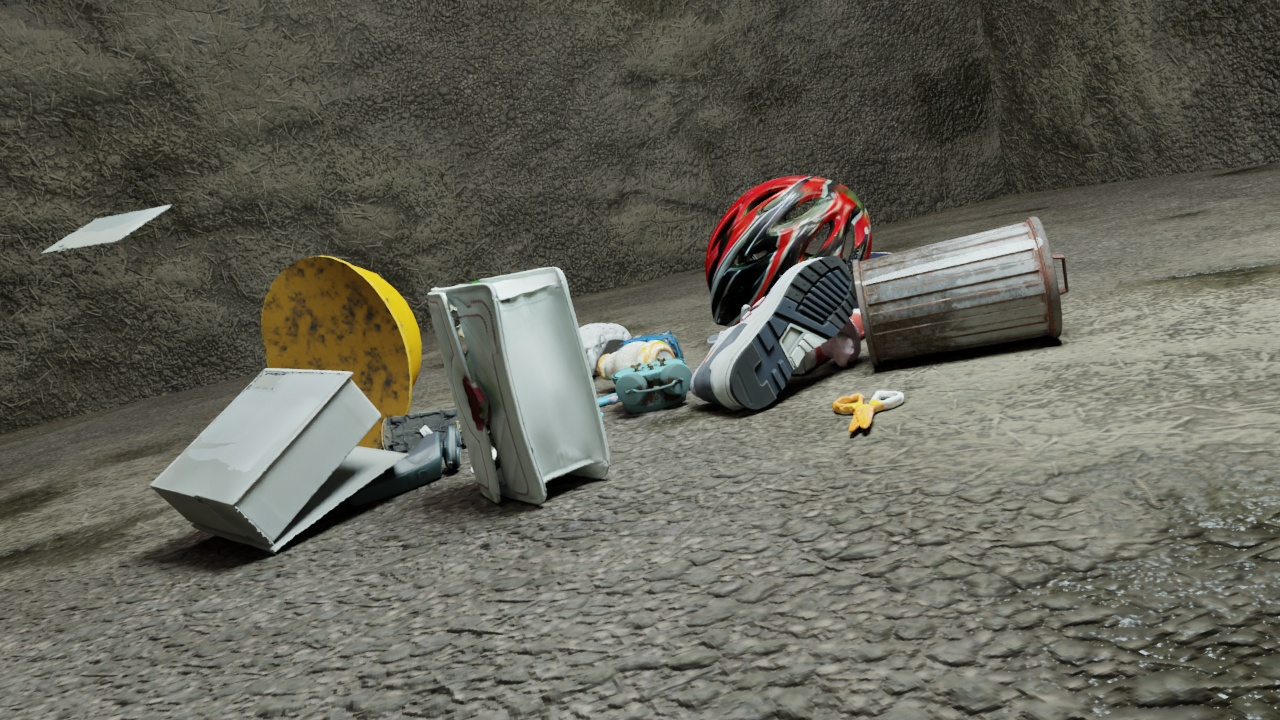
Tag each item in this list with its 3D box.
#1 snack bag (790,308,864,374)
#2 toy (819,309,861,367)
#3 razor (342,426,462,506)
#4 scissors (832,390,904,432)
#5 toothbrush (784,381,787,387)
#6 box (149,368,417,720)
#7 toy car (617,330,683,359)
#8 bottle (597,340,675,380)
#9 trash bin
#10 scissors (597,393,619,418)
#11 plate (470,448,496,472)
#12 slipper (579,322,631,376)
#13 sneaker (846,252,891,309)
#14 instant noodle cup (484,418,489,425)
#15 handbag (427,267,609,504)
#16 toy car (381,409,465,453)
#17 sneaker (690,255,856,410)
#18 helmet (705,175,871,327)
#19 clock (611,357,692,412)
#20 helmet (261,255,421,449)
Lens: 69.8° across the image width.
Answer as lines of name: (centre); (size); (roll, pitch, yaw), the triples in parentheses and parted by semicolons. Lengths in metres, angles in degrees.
snack bag: (0.220, -0.025, 1.169); (0.078, 0.041, 0.224); (-3, 11, 36)
toy: (0.237, -0.032, 1.087); (0.047, 0.063, 0.109); (-7, 22, 26)
razor: (-0.241, 0.112, 0.940); (0.142, 0.047, 0.052); (-23, 38, -40)
scissors: (0.208, 0.046, 0.828); (0.070, 0.013, 0.130); (-10, 8, 15)
toothbrush: (0.104, 0.025, 1.080); (0.014, 0.014, 0.168); (-5, 5, -43)
box: (-0.309, 0.218, 0.940); (0.169, 0.404, 0.171); (2, 32, 40)
toy car: (0.012, -0.008, 1.312); (0.043, 0.056, 0.120); (-27, 13, -37)
bottle: (-0.007, 0.007, 1.194); (0.109, 0.063, 0.063); (-3, 13, 44)
trash bin: (0.349, -0.072, 0.997); (0.211, 0.131, 0.130); (-11, 9, 17)
scissors: (-0.060, 0.060, 1.118); (0.135, 0.015, 0.135); (-22, 9, -20)
plate: (-0.114, 0.093, 0.968); (0.134, 0.011, 0.134); (-12, 9, 2)
slipper: (-0.099, 0.000, 1.339); (0.246, 0.074, 0.112); (-19, -20, -47)
sneaker: (0.313, -0.113, 1.461); (0.233, 0.091, 0.118); (-18, 4, 21)
instant noodle cup: (-0.169, 0.033, 1.186); (0.108, 0.102, 0.102); (-7, 6, -27)
handbag: (-0.119, 0.022, 0.822); (0.096, 0.198, 0.142); (-22, 12, -38)
toy car: (-0.248, 0.086, 1.091); (0.112, 0.047, 0.047); (-6, -14, 2)
sneaker: (0.136, -0.029, 1.026); (0.239, 0.089, 0.124); (-45, 17, -33)
helmet: (0.207, -0.139, 1.312); (0.273, 0.217, 0.166); (-48, 10, 40)
clock: (0.015, 0.028, 1.067); (0.090, 0.053, 0.124); (-13, 9, -1)
helmet: (-0.364, -0.015, 1.197); (0.206, 0.255, 0.131); (-9, 10, 20)
